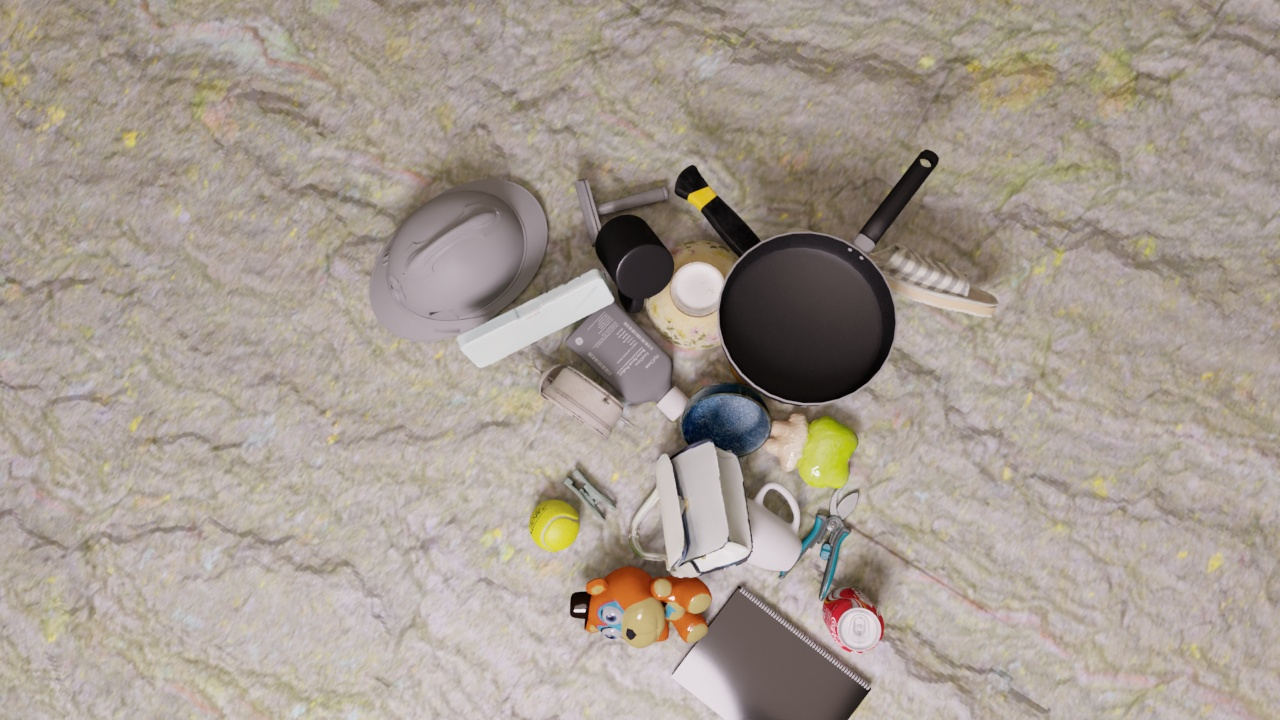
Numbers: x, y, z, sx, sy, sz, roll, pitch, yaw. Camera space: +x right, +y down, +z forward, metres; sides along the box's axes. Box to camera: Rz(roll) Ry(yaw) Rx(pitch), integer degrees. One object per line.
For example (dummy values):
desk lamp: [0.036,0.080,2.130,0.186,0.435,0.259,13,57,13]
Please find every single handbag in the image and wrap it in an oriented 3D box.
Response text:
handbag: [0.044,0.194,1.141,0.176,0.074,0.151,-30,50,33]

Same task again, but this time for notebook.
notebook: [0.167,0.409,1.172,0.206,0.016,0.149,37,91,6]

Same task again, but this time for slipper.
slipper: [0.311,-0.120,1.144,0.273,0.114,0.054,21,108,14]

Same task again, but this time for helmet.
helmet: [-0.253,-0.137,1.189,0.271,0.117,0.183,-35,84,4]

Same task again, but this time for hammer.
hammer: [0.158,-0.112,1.107,0.169,0.034,0.324,-40,82,-7]

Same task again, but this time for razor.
razor: [-0.020,-0.208,1.214,0.116,0.047,0.088,-15,85,-4]

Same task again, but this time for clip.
clip: [-0.066,0.177,1.203,0.076,0.023,0.042,44,93,8]

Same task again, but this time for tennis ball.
tennis ball: [-0.111,0.213,1.182,0.065,0.065,0.065,0,86,5]

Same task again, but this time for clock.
clock: [-0.084,0.040,1.182,0.157,0.103,0.061,32,82,31]

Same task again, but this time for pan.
pan: [0.235,-0.104,1.067,0.204,0.044,0.355,37,80,8]

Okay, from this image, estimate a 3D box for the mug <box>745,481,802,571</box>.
mug: [0.163,0.209,1.156,0.089,0.071,0.107,30,92,-4]

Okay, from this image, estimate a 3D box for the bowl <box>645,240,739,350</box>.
bowl: [0.074,-0.088,1.185,0.145,0.063,0.145,0,86,5]

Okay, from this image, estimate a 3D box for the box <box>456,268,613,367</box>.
box: [-0.133,-0.063,1.171,0.197,0.126,0.074,-26,113,3]

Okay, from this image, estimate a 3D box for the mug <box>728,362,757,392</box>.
mug: [0.168,-0.019,1.156,0.100,0.094,0.123,40,86,6]

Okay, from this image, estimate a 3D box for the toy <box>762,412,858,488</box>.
toy: [0.214,0.112,1.172,0.118,0.043,0.092,15,90,9]

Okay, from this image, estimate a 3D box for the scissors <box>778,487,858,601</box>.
scissors: [0.231,0.237,1.175,0.124,0.019,0.155,-12,84,3]

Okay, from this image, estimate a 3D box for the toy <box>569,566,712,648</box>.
toy: [0.000,0.308,1.154,0.176,0.096,0.112,7,128,8]

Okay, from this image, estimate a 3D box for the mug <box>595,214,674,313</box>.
mug: [-0.010,-0.117,1.177,0.078,0.088,0.114,-6,125,-19]

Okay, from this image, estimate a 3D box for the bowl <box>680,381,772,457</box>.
bowl: [0.109,0.065,1.167,0.114,0.060,0.115,3,132,3]

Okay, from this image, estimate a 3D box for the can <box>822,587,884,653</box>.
can: [0.260,0.318,1.124,0.064,0.105,0.064,0,86,5]

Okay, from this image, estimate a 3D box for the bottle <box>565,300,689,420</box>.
bottle: [-0.007,0.007,1.195,0.174,0.046,0.084,44,91,6]
